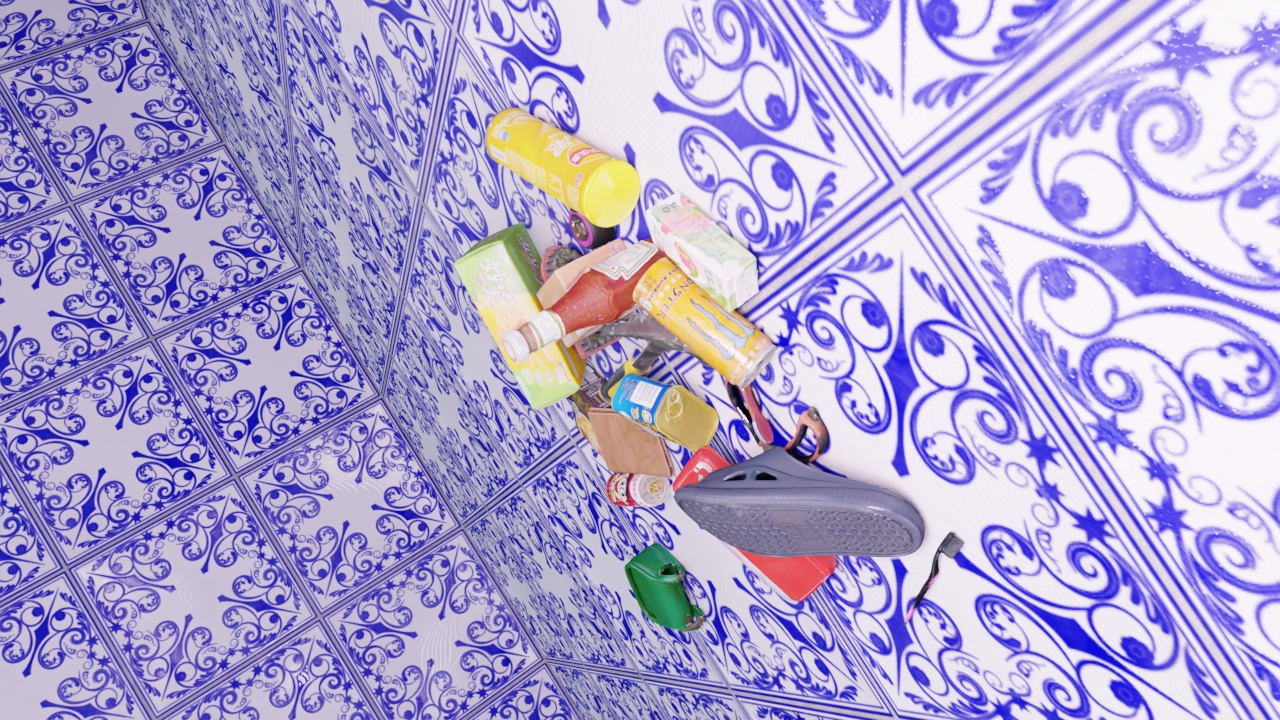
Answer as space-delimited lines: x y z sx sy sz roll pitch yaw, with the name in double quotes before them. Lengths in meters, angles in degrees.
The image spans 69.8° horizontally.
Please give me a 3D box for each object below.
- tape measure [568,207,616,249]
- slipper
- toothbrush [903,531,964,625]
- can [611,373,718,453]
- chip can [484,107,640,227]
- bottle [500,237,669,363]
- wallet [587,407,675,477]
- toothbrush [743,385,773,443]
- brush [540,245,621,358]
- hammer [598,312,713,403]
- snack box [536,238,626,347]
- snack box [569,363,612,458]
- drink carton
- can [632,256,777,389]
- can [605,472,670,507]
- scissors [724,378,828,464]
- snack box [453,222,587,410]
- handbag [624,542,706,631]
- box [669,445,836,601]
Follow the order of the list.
"tape measure" -0.058 -0.157 1.056 0.057 0.039 0.058 64 156 -10
"slipper" 0.160 0.140 0.922 0.269 0.083 0.111 -5 135 41
"toothbrush" 0.276 0.214 0.874 0.018 0.014 0.189 33 148 24
"can" 0.028 0.060 1.072 0.083 0.057 0.102 16 166 46
"chip can" -0.091 -0.216 1.012 0.213 0.072 0.072 36 148 42
"bottle" -0.051 -0.060 0.950 0.060 0.205 0.060 44 153 29
"wallet" -0.013 0.112 1.255 0.101 0.020 0.115 1 129 29
"toothbrush" 0.094 0.000 0.947 0.187 0.016 0.017 66 159 2
"brush" -0.083 -0.079 1.173 0.146 0.063 0.069 63 158 -7
"hammer" -0.007 0.006 1.110 0.126 0.031 0.324 22 163 -7
"snack box" -0.056 -0.079 1.077 0.077 0.094 0.093 59 157 1
"snack box" -0.050 0.083 1.326 0.125 0.053 0.113 44 153 41
"drink carton" 0.061 -0.105 0.875 0.122 0.045 0.053 45 163 33
"can" 0.062 -0.038 0.910 0.146 0.058 0.058 41 153 14
"can" -0.005 0.188 1.348 0.053 0.053 0.133 61 157 -4
"scissors" 0.146 0.094 0.986 0.189 0.015 0.225 10 128 60
"snack box" -0.144 -0.061 1.171 0.157 0.070 0.210 -84 -31 -73
"handbag" 0.042 0.363 1.460 0.120 0.067 0.131 14 130 49
"box" 0.121 0.196 1.060 0.201 0.073 0.155 41 155 11
